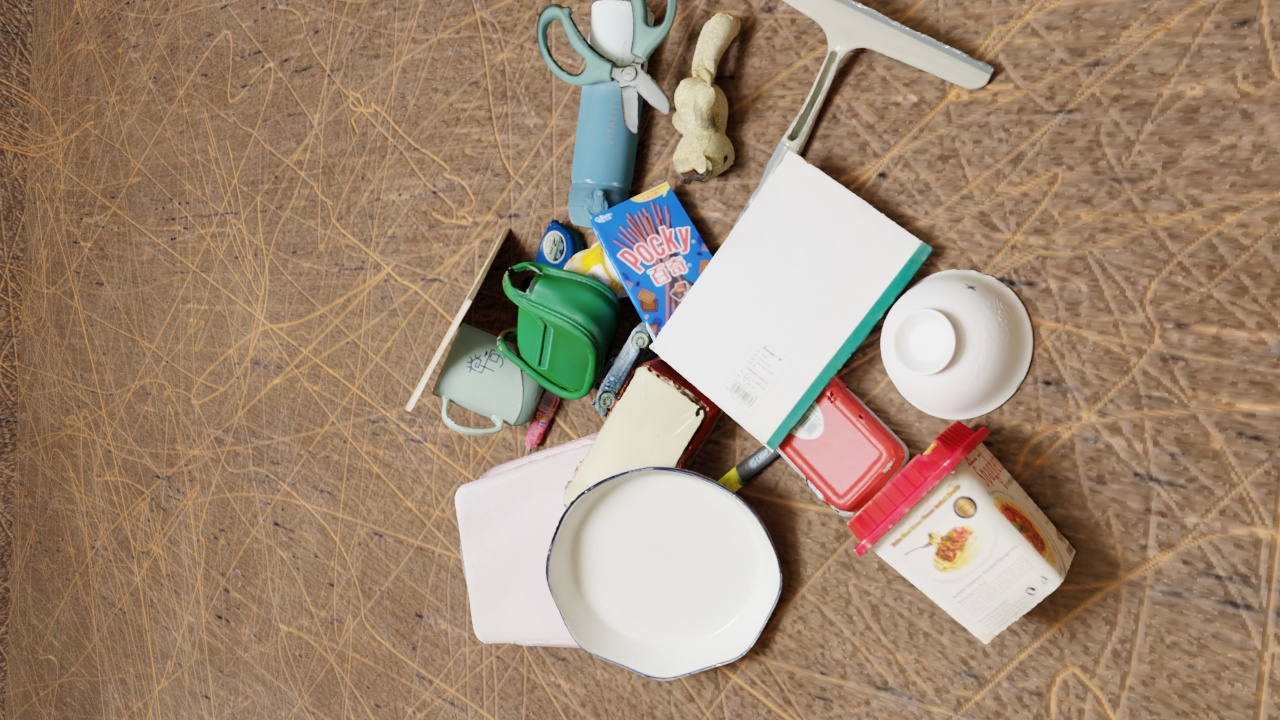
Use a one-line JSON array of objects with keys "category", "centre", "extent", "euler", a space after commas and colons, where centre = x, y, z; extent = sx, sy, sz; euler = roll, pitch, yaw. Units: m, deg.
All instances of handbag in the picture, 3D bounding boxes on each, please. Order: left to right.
[{"category": "handbag", "centre": [-0.085, -0.028, 0.908], "extent": [0.120, 0.067, 0.132], "euler": [23, 147, 6]}]

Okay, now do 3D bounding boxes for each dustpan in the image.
[{"category": "dustpan", "centre": [-0.096, 0.202, 1.007], "extent": [0.274, 0.138, 0.222], "euler": [-9, 82, 12]}]

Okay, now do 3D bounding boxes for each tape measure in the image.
[{"category": "tape measure", "centre": [-0.085, -0.117, 0.989], "extent": [0.054, 0.025, 0.058], "euler": [34, 115, 33]}]

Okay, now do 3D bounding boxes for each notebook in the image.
[{"category": "notebook", "centre": [-0.196, -0.050, 1.000], "extent": [0.148, 0.008, 0.207], "euler": [-56, 13, 25]}, {"category": "notebook", "centre": [0.119, -0.050, 0.769], "extent": [0.150, 0.012, 0.209], "euler": [41, 103, 23]}]

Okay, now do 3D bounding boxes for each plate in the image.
[{"category": "plate", "centre": [0.021, 0.185, 0.823], "extent": [0.205, 0.045, 0.205], "euler": [2, 104, 6]}]

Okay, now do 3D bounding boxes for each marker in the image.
[{"category": "marker", "centre": [0.100, 0.097, 0.836], "extent": [0.124, 0.015, 0.018], "euler": [-44, 66, 29]}]

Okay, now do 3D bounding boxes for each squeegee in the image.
[{"category": "squeegee", "centre": [0.132, -0.191, 0.798], "extent": [0.246, 0.039, 0.247], "euler": [33, 118, 17]}]

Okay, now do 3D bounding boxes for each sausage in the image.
[{"category": "sausage", "centre": [-0.094, 0.033, 0.999], "extent": [0.020, 0.020, 0.156], "euler": [36, 111, 35]}]

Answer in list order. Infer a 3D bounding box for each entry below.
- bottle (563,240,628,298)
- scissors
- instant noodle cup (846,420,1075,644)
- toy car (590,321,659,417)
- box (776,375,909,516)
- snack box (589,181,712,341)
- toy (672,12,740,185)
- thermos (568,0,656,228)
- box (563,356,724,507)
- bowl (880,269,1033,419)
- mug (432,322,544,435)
[{"category": "bottle", "centre": [-0.052, -0.079, 0.935], "extent": [0.109, 0.063, 0.063], "euler": [-26, 73, 37]}, {"category": "scissors", "centre": [-0.012, -0.308, 0.861], "extent": [0.174, 0.019, 0.178], "euler": [44, 105, 16]}, {"category": "instant noodle cup", "centre": [0.236, 0.125, 0.666], "extent": [0.124, 0.116, 0.117], "euler": [46, 118, 17]}, {"category": "toy car", "centre": [-0.005, 0.005, 0.901], "extent": [0.037, 0.054, 0.121], "euler": [44, 116, 29]}, {"category": "box", "centre": [0.135, 0.041, 0.789], "extent": [0.087, 0.048, 0.201], "euler": [-52, 59, 16]}, {"category": "snack box", "centre": [0.023, -0.088, 0.863], "extent": [0.084, 0.026, 0.157], "euler": [-27, 69, -5]}, {"category": "toy", "centre": [0.063, -0.242, 0.847], "extent": [0.105, 0.066, 0.157], "euler": [-166, 85, -72]}, {"category": "thermos", "centre": [-0.030, -0.241, 0.917], "extent": [0.070, 0.070, 0.220], "euler": [12, 97, 40]}, {"category": "box", "centre": [-0.002, 0.085, 0.862], "extent": [0.091, 0.079, 0.168], "euler": [35, 109, 14]}, {"category": "bowl", "centre": [0.227, -0.013, 0.697], "extent": [0.118, 0.064, 0.118], "euler": [0, 90, 40]}, {"category": "mug", "centre": [-0.163, 0.030, 0.981], "extent": [0.082, 0.106, 0.111], "euler": [135, 157, -64]}]
